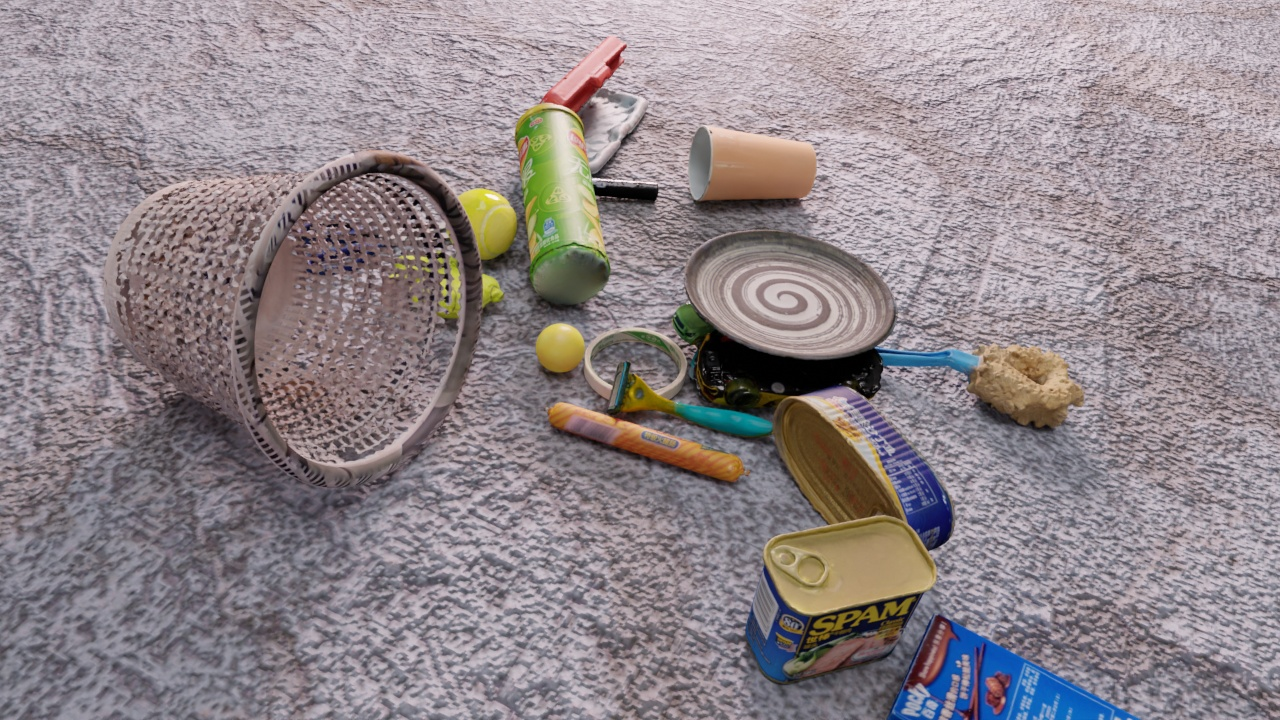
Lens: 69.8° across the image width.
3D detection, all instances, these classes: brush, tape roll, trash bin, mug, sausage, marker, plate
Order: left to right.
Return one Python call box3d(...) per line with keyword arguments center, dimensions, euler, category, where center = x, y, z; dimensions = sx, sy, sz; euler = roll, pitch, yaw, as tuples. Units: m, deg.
box3d(center=(-0.255, -0.043, 0.652), dimensions=(0.192, 0.228, 0.226), euler=(13, 40, 25), category="trash bin")
box3d(center=(-0.047, -0.180, 0.959), dimensions=(0.132, 0.022, 0.020), euler=(2, 52, -7), category="marker")
box3d(center=(-0.005, 0.004, 0.764), dimensions=(0.086, 0.014, 0.085), euler=(4, 42, -4), category="tape roll")
box3d(center=(0.003, 0.061, 0.696), dimensions=(0.165, 0.021, 0.021), euler=(17, 42, 10), category="sausage")
box3d(center=(0.120, -0.205, 0.976), dimensions=(0.122, 0.078, 0.078), euler=(2, 42, -15), category="mug")
box3d(center=(0.123, -0.052, 0.764), dimensions=(0.179, 0.024, 0.179), euler=(4, 40, -4), category="plate")
box3d(center=(0.246, 0.004, 0.788), dimensions=(0.255, 0.046, 0.083), euler=(10, 46, 9), category="brush")

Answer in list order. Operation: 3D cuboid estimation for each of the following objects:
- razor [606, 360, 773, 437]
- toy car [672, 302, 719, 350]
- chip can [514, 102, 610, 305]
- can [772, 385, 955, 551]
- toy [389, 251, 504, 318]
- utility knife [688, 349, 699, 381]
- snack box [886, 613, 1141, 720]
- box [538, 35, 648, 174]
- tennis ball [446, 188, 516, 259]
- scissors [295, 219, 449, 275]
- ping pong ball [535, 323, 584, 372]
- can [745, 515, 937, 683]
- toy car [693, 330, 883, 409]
box3d(center=(0.041, 0.039, 0.718), dimensions=(0.132, 0.028, 0.043), euler=(15, 69, -3), category="razor")
box3d(center=(0.072, -0.041, 0.792), dimensions=(0.091, 0.036, 0.043), euler=(-19, 53, -19), category="toy car")
box3d(center=(-0.076, -0.150, 0.864), dimensions=(0.072, 0.073, 0.221), euler=(-3, 50, -11), category="chip can")
box3d(center=(0.157, 0.080, 0.659), dimensions=(0.049, 0.075, 0.148), euler=(-14, 46, -27), category="can")
box3d(center=(-0.174, -0.065, 0.805), dimensions=(0.096, 0.031, 0.100), euler=(-12, 40, -20), category="toy")
box3d(center=(0.077, -0.030, 0.815), dimensions=(0.029, 0.013, 0.164), euler=(19, 44, 14), category="utility knife")
box3d(center=(0.233, 0.224, 0.543), dimensions=(0.157, 0.026, 0.084), euler=(26, 45, 20), category="snack box")
box3d(center=(-0.050, -0.279, 1.042), dimensions=(0.098, 0.096, 0.200), euler=(39, 42, -9), category="box")
box3d(center=(-0.147, -0.126, 0.852), dimensions=(0.065, 0.066, 0.065), euler=(4, 42, -4), category="tennis ball")
box3d(center=(-0.237, -0.110, 0.861), dimensions=(0.171, 0.012, 0.141), euler=(9, 40, 1), category="scissors")
box3d(center=(-0.066, -0.010, 0.752), dimensions=(0.040, 0.040, 0.040), euler=(4, 42, -4), category="ping pong ball")
box3d(center=(0.120, 0.149, 0.568), dimensions=(0.102, 0.083, 0.057), euler=(-8, 43, -16), category="can")
box3d(center=(0.122, 0.009, 0.752), dimensions=(0.156, 0.041, 0.071), euler=(1, 55, -7), category="toy car")
